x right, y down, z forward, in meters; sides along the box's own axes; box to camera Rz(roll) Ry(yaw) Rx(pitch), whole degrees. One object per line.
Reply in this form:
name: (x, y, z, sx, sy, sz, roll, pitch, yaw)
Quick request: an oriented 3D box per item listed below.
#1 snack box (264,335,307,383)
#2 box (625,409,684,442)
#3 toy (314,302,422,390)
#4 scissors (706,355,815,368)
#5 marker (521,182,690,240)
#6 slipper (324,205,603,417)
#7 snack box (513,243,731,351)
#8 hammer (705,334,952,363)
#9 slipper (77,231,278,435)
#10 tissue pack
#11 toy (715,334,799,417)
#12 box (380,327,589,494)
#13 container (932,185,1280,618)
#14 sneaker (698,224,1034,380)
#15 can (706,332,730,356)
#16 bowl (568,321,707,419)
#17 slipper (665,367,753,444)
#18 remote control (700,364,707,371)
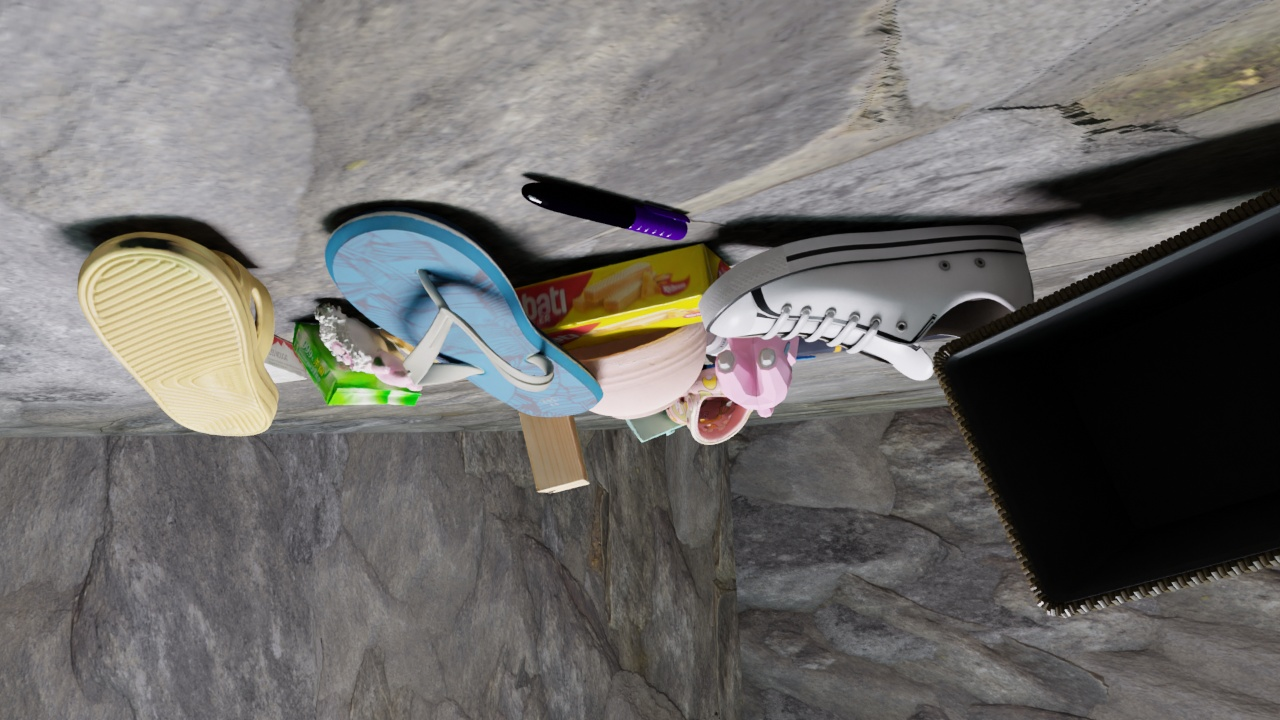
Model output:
snack box: (-0.412, -0.010, 0.916, 0.076, 0.044, 0.273, -8, 174, -4)
box: (-0.003, 0.038, 1.147, 0.138, 0.055, 0.186, 33, -162, 17)
toy: (-0.246, -0.005, 0.827, 0.109, 0.041, 0.096, 37, 175, 2)
scissors: (0.139, 0.004, 1.057, 0.125, 0.013, 0.127, -5, 179, 5)
marker: (-0.017, -0.088, 0.540, 0.133, 0.015, 0.018, 5, 142, -48)
slipper: (-0.118, -0.006, 0.649, 0.118, 0.060, 0.295, -5, 153, 23)
snack box: (-0.030, -0.042, 0.723, 0.201, 0.042, 0.092, -12, 170, 17)
hammer: (0.243, -0.027, 1.078, 0.313, 0.035, 0.139, -8, 173, 36)
slipper: (-0.317, -0.025, 0.656, 0.099, 0.078, 0.264, 1, 152, -10)
tissue pack: (-0.273, 0.004, 0.889, 0.099, 0.034, 0.114, 4, -150, -46)
toy: (0.117, -0.007, 0.887, 0.067, 0.123, 0.157, -5, 157, 18)
box: (-0.136, 0.035, 0.955, 0.252, 0.118, 0.248, 38, 171, 3)
container: (0.386, 0.007, 0.543, 0.322, 0.176, 0.204, -31, 162, 37)
sneaker: (0.166, -0.028, 0.649, 0.245, 0.097, 0.091, -6, 161, -14)
can: (0.087, -0.025, 0.974, 0.044, 0.044, 0.106, -6, 172, 28)
bowl: (-0.005, 0.005, 0.820, 0.153, 0.076, 0.153, -16, -164, 4)
slipper: (0.087, 0.055, 1.060, 0.093, 0.081, 0.198, -1, 169, -17)
remote control: (0.062, 0.005, 1.161, 0.141, 0.021, 0.045, 11, -172, 32)
